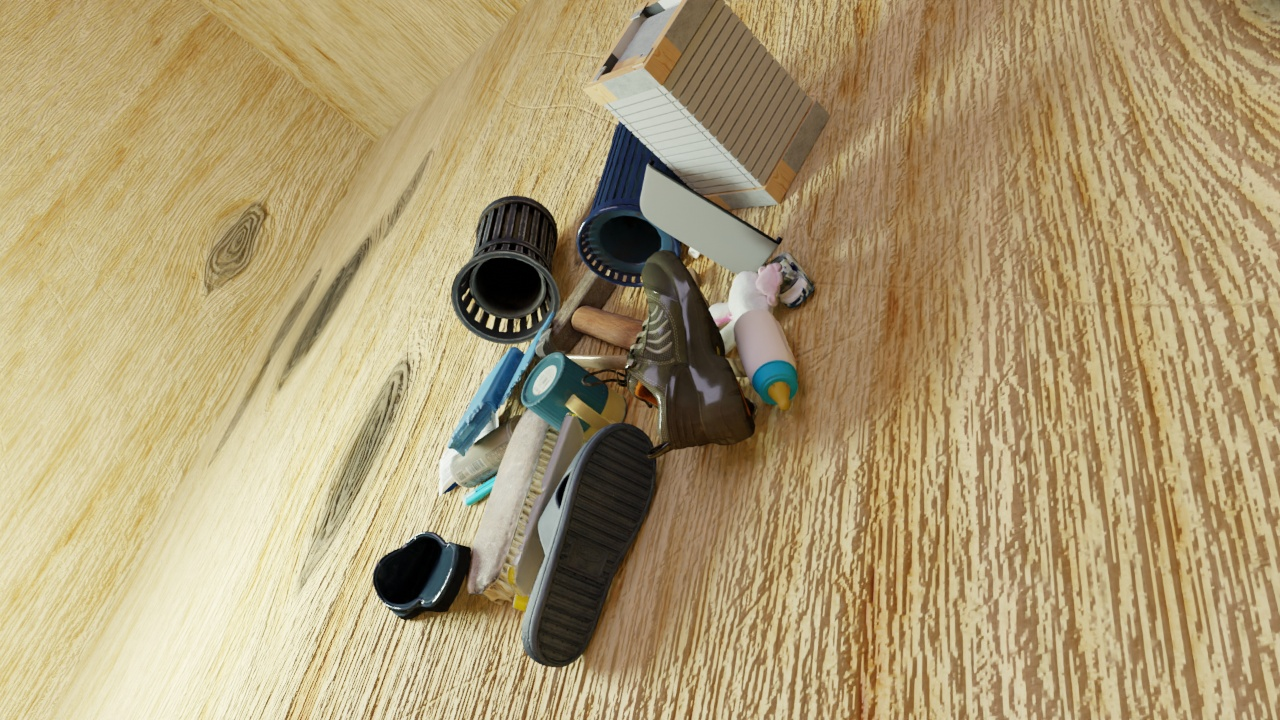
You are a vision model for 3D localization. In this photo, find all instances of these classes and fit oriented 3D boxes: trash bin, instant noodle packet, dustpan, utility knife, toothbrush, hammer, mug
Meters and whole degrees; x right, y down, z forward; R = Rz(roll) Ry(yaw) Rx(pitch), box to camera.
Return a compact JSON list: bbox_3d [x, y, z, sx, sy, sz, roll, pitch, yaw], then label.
[{"bbox_3d":[-0.209,-0.158,1.491,0.165,0.164,0.227,-39,28,23],"label":"trash bin"},{"bbox_3d":[0.085,-0.325,1.157,0.143,0.247,0.142,9,64,58],"label":"trash bin"},{"bbox_3d":[-0.256,0.134,1.364,0.134,0.026,0.087,-43,30,16],"label":"instant noodle packet"},{"bbox_3d":[0.074,-0.154,1.089,0.033,0.163,0.258,-58,-2,-11],"label":"dustpan"},{"bbox_3d":[-0.202,0.169,1.260,0.117,0.015,0.022,-35,32,24],"label":"utility knife"},{"bbox_3d":[0.078,-0.066,1.120,0.016,0.016,0.166,-40,33,20],"label":"toothbrush"},{"bbox_3d":[-0.039,-0.036,1.231,0.157,0.037,0.301,-56,29,-7],"label":"hammer"},{"bbox_3d":[-0.006,0.006,1.094,0.332,0.119,0.030,4,60,47],"label":"hammer"},{"bbox_3d":[0.004,-0.239,1.295,0.140,0.139,0.248,-28,35,37],"label":"trash bin"},{"bbox_3d":[-0.075,0.053,1.112,0.083,0.107,0.113,-52,29,-3],"label":"mug"}]

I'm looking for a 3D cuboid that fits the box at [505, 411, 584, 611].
[{"bbox_3d":[-0.105,0.171,1.037,0.130,0.034,0.209,90,-163,-59],"label":"box"}]

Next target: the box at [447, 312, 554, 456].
[{"bbox_3d":[-0.190,0.023,1.302,0.175,0.033,0.231,-48,11,16],"label":"box"}]

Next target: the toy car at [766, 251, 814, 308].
[{"bbox_3d":[0.162,-0.091,1.014,0.039,0.027,0.089,-42,31,14],"label":"toy car"}]

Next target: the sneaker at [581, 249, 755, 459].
[{"bbox_3d":[0.017,0.004,0.948,0.143,0.101,0.237,-23,54,8],"label":"sneaker"}]

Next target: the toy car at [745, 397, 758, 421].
[{"bbox_3d":[0.074,0.054,0.971,0.113,0.040,0.048,15,68,40],"label":"toy car"}]

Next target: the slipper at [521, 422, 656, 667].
[{"bbox_3d":[-0.068,0.185,0.965,0.083,0.101,0.263,-7,56,51],"label":"slipper"}]

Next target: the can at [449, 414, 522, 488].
[{"bbox_3d":[-0.203,0.128,1.266,0.136,0.054,0.054,-33,34,31],"label":"can"}]

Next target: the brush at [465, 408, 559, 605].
[{"bbox_3d":[-0.147,0.168,1.137,0.083,0.056,0.270,-22,42,42],"label":"brush"}]

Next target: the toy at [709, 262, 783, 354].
[{"bbox_3d":[0.120,-0.062,1.017,0.126,0.037,0.075,-46,43,36],"label":"toy"}]

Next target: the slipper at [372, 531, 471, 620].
[{"bbox_3d":[-0.295,0.268,1.171,0.266,0.083,0.108,-28,39,60],"label":"slipper"}]

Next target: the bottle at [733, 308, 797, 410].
[{"bbox_3d":[0.130,0.004,0.928,0.051,0.051,0.146,-40,31,20],"label":"bottle"}]
